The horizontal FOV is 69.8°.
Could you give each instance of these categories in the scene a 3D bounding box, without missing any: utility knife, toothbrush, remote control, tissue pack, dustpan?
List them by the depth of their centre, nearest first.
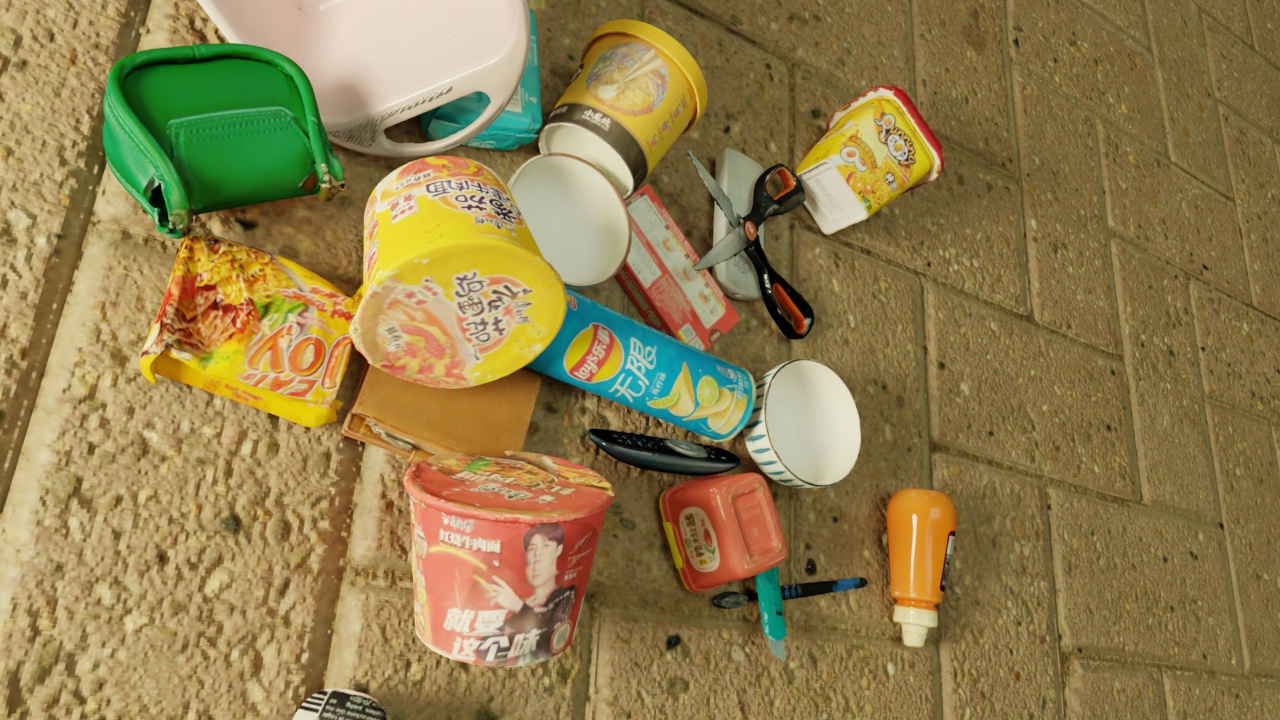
[{"bbox_3d":[-0.194,-0.266,0.604,0.273,0.223,0.138,40,35,-62],"label":"dustpan"},{"bbox_3d":[-0.134,-0.243,0.758,0.093,0.050,0.133,5,72,-31],"label":"tissue pack"},{"bbox_3d":[0.019,0.079,0.760,0.136,0.053,0.024,11,98,-24],"label":"remote control"},{"bbox_3d":[0.110,0.176,0.801,0.029,0.013,0.166,11,60,-30],"label":"utility knife"},{"bbox_3d":[0.141,0.208,0.825,0.189,0.016,0.014,3,74,-34],"label":"toothbrush"},{"bbox_3d":[0.095,-0.132,0.893,0.058,0.021,0.149,19,66,-37],"label":"remote control"}]

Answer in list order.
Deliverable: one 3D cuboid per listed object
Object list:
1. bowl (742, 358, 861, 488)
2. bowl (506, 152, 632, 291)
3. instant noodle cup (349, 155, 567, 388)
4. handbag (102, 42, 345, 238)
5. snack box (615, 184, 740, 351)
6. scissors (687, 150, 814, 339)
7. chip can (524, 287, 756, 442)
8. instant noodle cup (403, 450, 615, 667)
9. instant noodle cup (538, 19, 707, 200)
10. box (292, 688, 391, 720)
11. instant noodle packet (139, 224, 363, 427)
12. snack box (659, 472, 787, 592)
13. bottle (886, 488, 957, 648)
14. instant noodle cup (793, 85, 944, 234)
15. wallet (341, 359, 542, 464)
[{"bbox_3d":[0.137,0.061,0.836,0.116,0.066,0.116,10,71,-31],"label":"bowl"},{"bbox_3d":[-0.069,-0.105,0.751,0.113,0.062,0.113,11,69,-30],"label":"bowl"},{"bbox_3d":[-0.130,-0.066,0.634,0.137,0.138,0.109,7,45,-32],"label":"instant noodle cup"},{"bbox_3d":[-0.273,-0.144,0.605,0.131,0.068,0.120,-24,70,-38],"label":"handbag"},{"bbox_3d":[0.021,-0.077,0.825,0.075,0.026,0.153,-41,99,-36],"label":"snack box"},{"bbox_3d":[0.114,-0.120,0.871,0.234,0.022,0.220,54,44,-27],"label":"scissors"},{"bbox_3d":[-0.004,0.004,0.745,0.210,0.071,0.071,24,63,-32],"label":"chip can"},{"bbox_3d":[-0.091,0.130,0.611,0.137,0.138,0.108,1,101,-34],"label":"instant noodle cup"},{"bbox_3d":[-0.020,-0.207,0.789,0.118,0.119,0.114,38,66,-19],"label":"instant noodle cup"},{"bbox_3d":[-0.200,0.285,0.558,0.075,0.082,0.163,9,68,4],"label":"box"},{"bbox_3d":[-0.252,-0.022,0.614,0.128,0.044,0.110,20,67,-28],"label":"instant noodle packet"},{"bbox_3d":[0.072,0.138,0.759,0.081,0.080,0.091,-13,82,-37],"label":"snack box"},{"bbox_3d":[0.269,0.201,0.888,0.066,0.067,0.149,16,74,-29],"label":"bottle"},{"bbox_3d":[0.230,-0.203,0.960,0.123,0.116,0.116,-43,101,-23],"label":"instant noodle cup"},{"bbox_3d":[-0.142,0.030,0.679,0.131,0.031,0.107,25,59,-25],"label":"wallet"}]
